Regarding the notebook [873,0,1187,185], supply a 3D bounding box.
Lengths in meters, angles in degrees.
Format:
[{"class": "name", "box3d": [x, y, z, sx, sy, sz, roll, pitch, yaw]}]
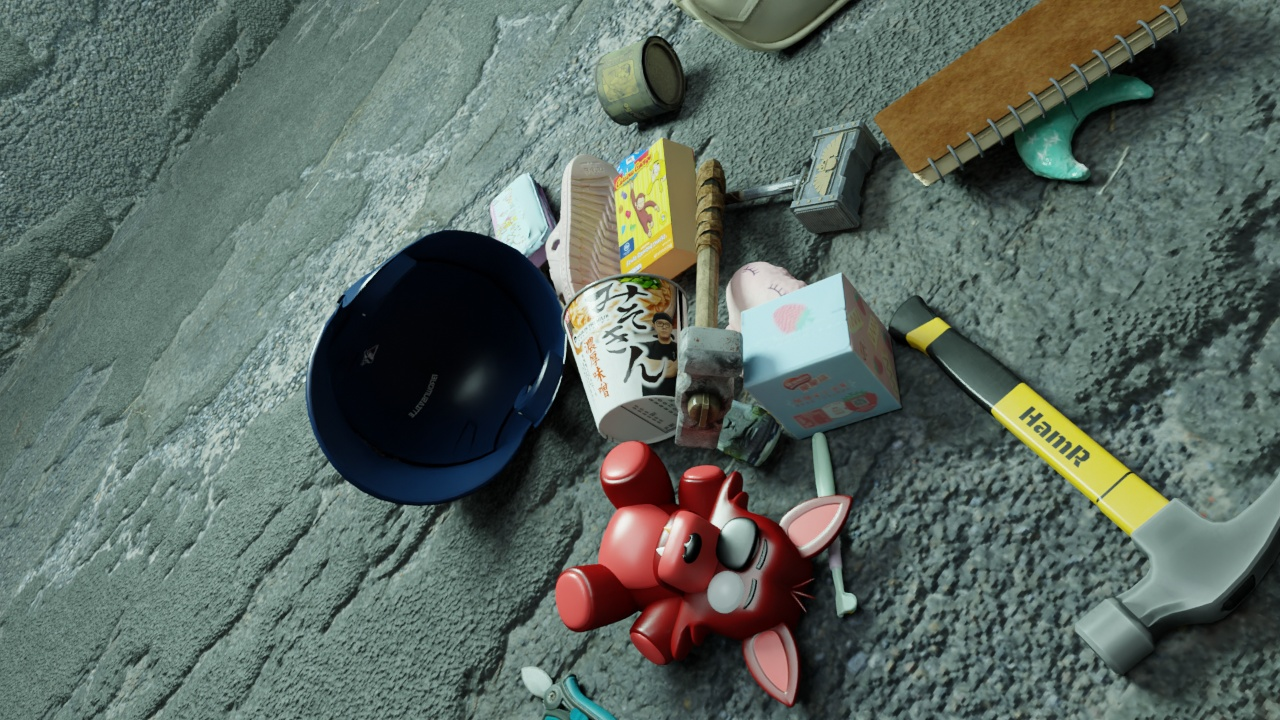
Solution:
[{"class": "notebook", "box3d": [0.318, -0.242, 0.778, 0.226, 0.024, 0.167, -33, 26, 19]}]

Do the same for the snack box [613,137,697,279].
[{"class": "snack box", "box3d": [0.018, -0.149, 0.947, 0.088, 0.040, 0.125, -31, 57, 48]}]

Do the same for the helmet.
[{"class": "helmet", "box3d": [-0.218, 0.020, 0.939, 0.224, 0.232, 0.271, -36, 25, 51]}]

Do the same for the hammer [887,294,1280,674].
[{"class": "hammer", "box3d": [0.278, 0.042, 0.632, 0.170, 0.034, 0.324, -43, 40, 7]}]

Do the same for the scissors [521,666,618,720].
[{"class": "scissors", "box3d": [-0.057, 0.294, 0.748, 0.137, 0.019, 0.137, -24, 48, 26]}]

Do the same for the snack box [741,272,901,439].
[{"class": "snack box", "box3d": [0.143, -0.002, 0.733, 0.093, 0.094, 0.079, -22, 48, 30]}]

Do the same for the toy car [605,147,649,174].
[{"class": "toy car", "box3d": [-0.021, -0.238, 1.080, 0.092, 0.062, 0.033, -29, 45, 22]}]

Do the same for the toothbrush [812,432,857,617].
[{"class": "toothbrush", "box3d": [0.146, 0.120, 0.700, 0.022, 0.015, 0.154, 125, 153, -46]}]

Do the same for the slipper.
[{"class": "slipper", "box3d": [-0.055, -0.115, 0.991, 0.065, 0.094, 0.239, -40, 46, 46]}]

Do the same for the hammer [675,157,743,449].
[{"class": "hammer", "box3d": [0.060, -0.072, 0.819, 0.049, 0.122, 0.317, 5, 48, 0]}]

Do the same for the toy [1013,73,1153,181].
[{"class": "toy", "box3d": [0.348, -0.194, 0.742, 0.105, 0.033, 0.085, -51, 46, -2]}]

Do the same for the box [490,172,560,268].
[{"class": "box", "box3d": [-0.145, -0.170, 1.134, 0.076, 0.033, 0.214, -42, 31, 11]}]

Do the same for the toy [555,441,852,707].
[{"class": "toy", "box3d": [0.045, 0.153, 0.695, 0.197, 0.120, 0.158, 8, 67, 36]}]

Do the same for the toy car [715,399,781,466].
[{"class": "toy car", "box3d": [0.082, 0.059, 0.788, 0.048, 0.033, 0.105, -61, 28, -4]}]

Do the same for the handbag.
[{"class": "handbag", "box3d": [0.154, -0.459, 1.013, 0.230, 0.184, 0.131, -53, 35, 22]}]

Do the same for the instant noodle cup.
[{"class": "instant noodle cup", "box3d": [-0.005, 0.005, 0.850, 0.124, 0.123, 0.121, -27, 54, 24]}]

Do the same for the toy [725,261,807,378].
[{"class": "toy", "box3d": [0.107, -0.035, 0.827, 0.108, 0.053, 0.105, 36, 101, 49]}]

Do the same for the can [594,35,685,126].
[{"class": "can", "box3d": [0.001, -0.339, 1.116, 0.075, 0.090, 0.089, -7, 56, 38]}]

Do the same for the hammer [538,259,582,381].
[{"class": "hammer", "box3d": [-0.074, -0.026, 1.005, 0.119, 0.030, 0.331, -44, 44, 8]}]

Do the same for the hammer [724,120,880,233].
[{"class": "hammer", "box3d": [0.086, -0.167, 0.953, 0.323, 0.044, 0.098, -3, 59, 44]}]
